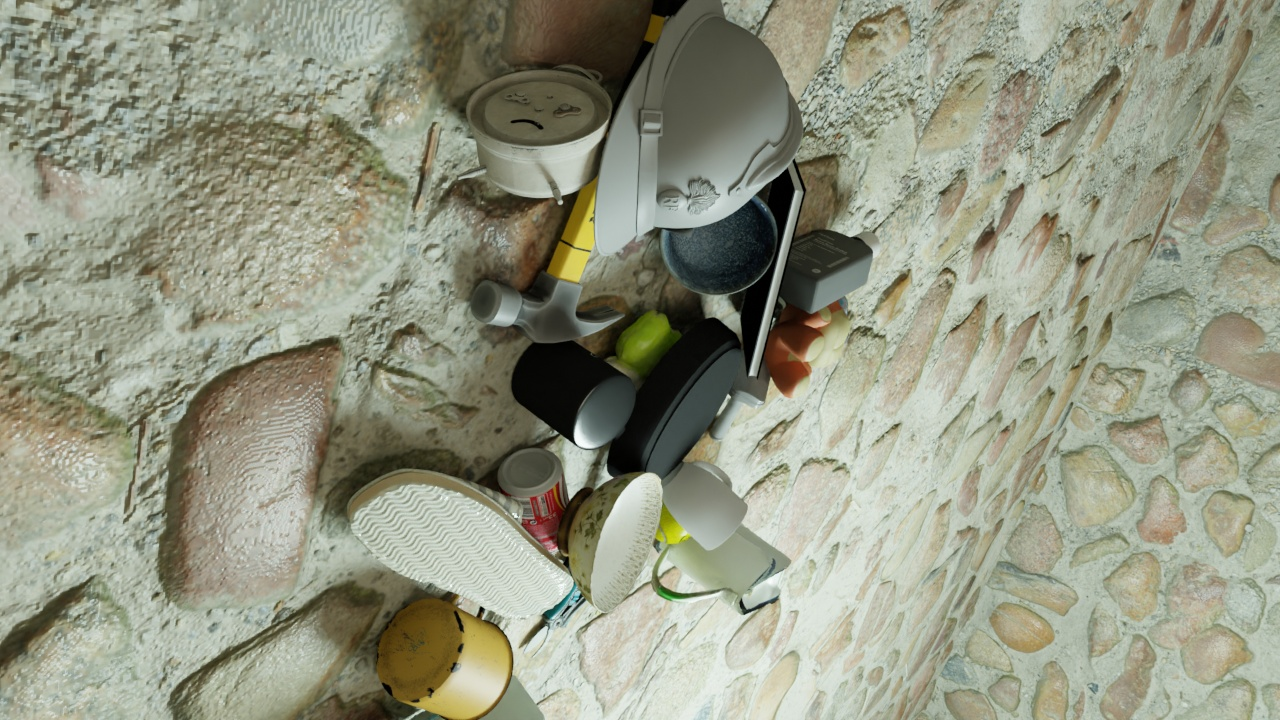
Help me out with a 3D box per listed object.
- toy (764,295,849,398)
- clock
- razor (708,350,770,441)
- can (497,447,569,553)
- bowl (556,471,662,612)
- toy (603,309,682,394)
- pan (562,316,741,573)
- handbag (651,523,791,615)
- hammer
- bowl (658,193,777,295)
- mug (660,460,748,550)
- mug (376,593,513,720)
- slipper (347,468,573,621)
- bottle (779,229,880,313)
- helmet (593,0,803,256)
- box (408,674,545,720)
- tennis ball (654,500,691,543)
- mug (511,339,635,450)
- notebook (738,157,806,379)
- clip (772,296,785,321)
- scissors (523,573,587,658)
[{"bbox_3d":[0.204,-0.038,1.113,0.175,0.096,0.112,-70,173,-48],"label":"toy"},{"bbox_3d":[-0.065,-0.176,0.689,0.061,0.103,0.156,91,19,-46],"label":"clock"},{"bbox_3d":[0.114,0.055,1.115,0.088,0.047,0.116,-67,-178,-52],"label":"razor"},{"bbox_3d":[-0.102,0.140,0.906,0.064,0.064,0.105,-35,140,-29],"label":"can"},{"bbox_3d":[-0.038,0.169,0.903,0.144,0.063,0.145,-45,144,-48],"label":"bowl"},{"bbox_3d":[-0.006,0.005,0.938,0.117,0.043,0.092,-51,149,-3],"label":"toy"},{"bbox_3d":[0.004,0.113,1.002,0.356,0.044,0.203,-60,162,14],"label":"pan"},{"bbox_3d":[0.085,0.251,1.145,0.175,0.151,0.074,-12,125,-45],"label":"handbag"},{"bbox_3d":[-0.026,-0.163,0.795,0.169,0.034,0.325,9,108,-54],"label":"hammer"},{"bbox_3d":[0.075,-0.127,0.903,0.114,0.060,0.114,0,117,0],"label":"bowl"},{"bbox_3d":[0.073,0.153,1.070,0.071,0.089,0.107,-42,-172,35],"label":"mug"},{"bbox_3d":[-0.185,0.278,0.889,0.094,0.101,0.123,52,52,-52],"label":"mug"},{"bbox_3d":[-0.156,0.170,0.843,0.114,0.054,0.272,-32,136,12],"label":"slipper"},{"bbox_3d":[0.224,-0.116,1.089,0.173,0.084,0.046,-25,134,-39],"label":"bottle"},{"bbox_3d":[0.066,-0.179,0.742,0.184,0.118,0.270,93,21,-52],"label":"helmet"},{"bbox_3d":[-0.207,0.386,0.922,0.196,0.126,0.074,-21,96,-40],"label":"box"},{"bbox_3d":[0.039,0.189,1.114,0.065,0.065,0.065,-30,137,-33],"label":"tennis ball"},{"bbox_3d":[-0.055,0.037,0.861,0.078,0.088,0.113,-51,145,-9],"label":"mug"},{"bbox_3d":[0.135,-0.105,0.964,0.148,0.016,0.207,-85,-176,-61],"label":"notebook"},{"bbox_3d":[0.149,-0.054,1.071,0.042,0.023,0.076,-51,175,-11],"label":"clip"},{"bbox_3d":[-0.080,0.282,1.084,0.124,0.019,0.156,-14,128,-43],"label":"scissors"}]
